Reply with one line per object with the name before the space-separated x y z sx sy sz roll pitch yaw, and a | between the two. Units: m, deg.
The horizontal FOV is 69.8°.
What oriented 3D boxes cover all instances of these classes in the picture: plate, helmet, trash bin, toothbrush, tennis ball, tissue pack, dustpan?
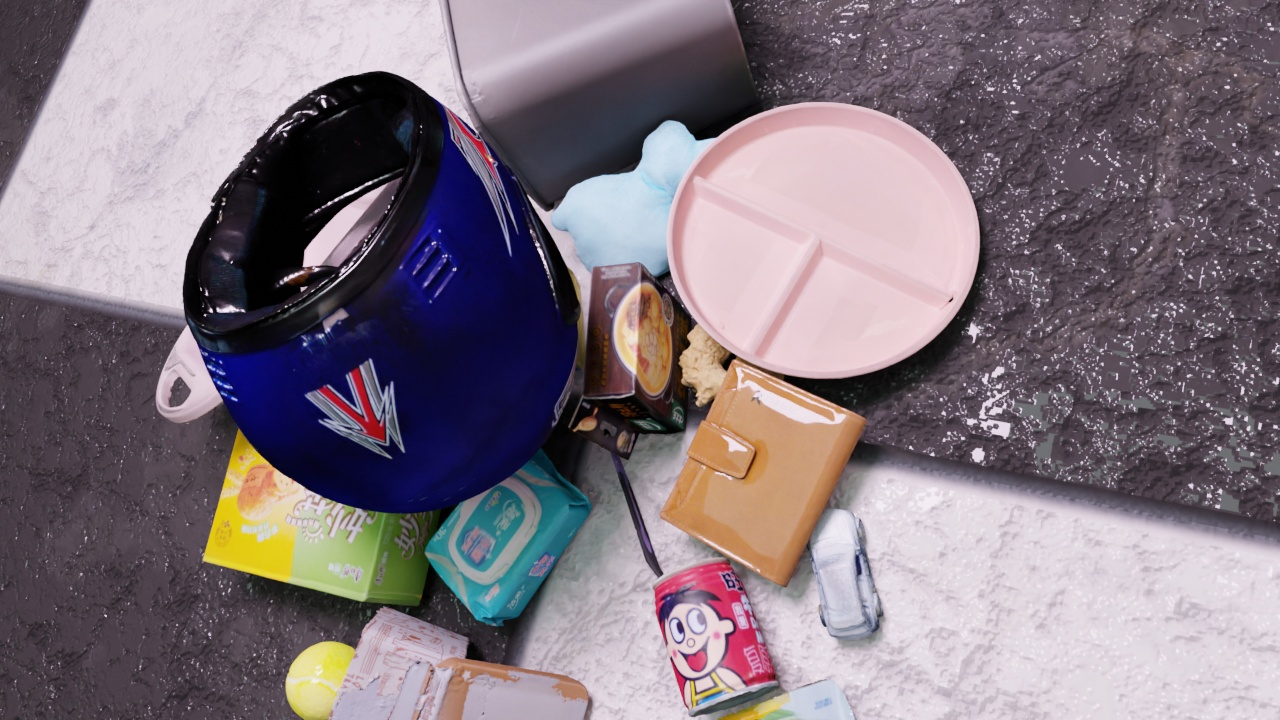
plate | 0.135 -0.092 0.694 0.229 0.028 0.229 -3 70 7
helmet | -0.168 -0.037 0.663 0.247 0.240 0.315 -27 43 8
trash bin | -0.030 -0.272 0.782 0.220 0.198 0.198 -18 67 11
toothbrush | 0.000 0.136 0.718 0.017 0.014 0.189 -35 60 25
tennis ball | -0.261 0.267 0.763 0.066 0.065 0.065 -8 69 22
tissue pack | -0.106 0.136 0.746 0.093 0.050 0.133 35 88 31
dustpan | -0.339 -0.074 0.833 0.223 0.138 0.273 17 98 52

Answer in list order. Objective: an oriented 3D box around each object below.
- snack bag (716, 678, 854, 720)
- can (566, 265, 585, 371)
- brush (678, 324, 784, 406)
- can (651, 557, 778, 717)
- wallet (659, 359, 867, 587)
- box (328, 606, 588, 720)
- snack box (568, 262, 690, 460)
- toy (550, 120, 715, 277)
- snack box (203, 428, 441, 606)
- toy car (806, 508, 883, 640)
snack bag | 0.114 0.314 0.589 0.110 0.039 0.190 -22 65 4
can | -0.097 -0.031 0.797 0.083 0.057 0.102 -15 67 17
brush | 0.100 -0.077 0.734 0.083 0.046 0.254 12 74 27
can | 0.050 0.193 0.643 0.067 0.066 0.093 -26 63 15
wallet | 0.085 0.078 0.656 0.108 0.031 0.132 26 90 24
box | -0.141 0.299 0.674 0.187 0.155 0.182 22 81 -7
snack box | -0.004 0.004 0.707 0.053 0.113 0.125 -5 71 22
toy | 0.007 -0.125 0.774 0.161 0.049 0.156 19 103 7
snack box | -0.275 0.119 0.811 0.210 0.070 0.157 3 76 30
toy car | 0.139 0.147 0.638 0.043 0.034 0.090 -17 64 22
